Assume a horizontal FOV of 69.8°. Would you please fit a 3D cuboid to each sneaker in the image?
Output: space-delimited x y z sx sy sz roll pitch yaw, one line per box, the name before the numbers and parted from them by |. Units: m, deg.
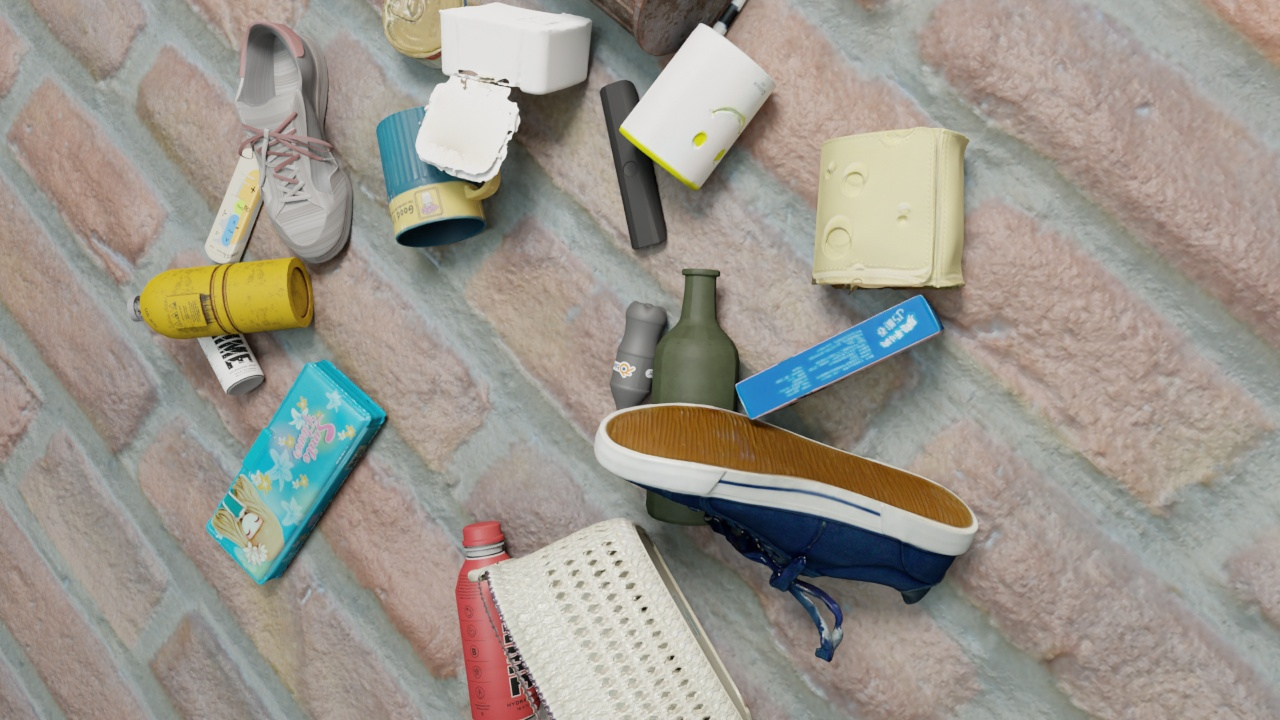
sneaker | -0.342 -0.212 0.878 0.099 0.089 0.236 -11 87 11
sneaker | 0.096 0.125 0.691 0.294 0.120 0.127 19 113 -8

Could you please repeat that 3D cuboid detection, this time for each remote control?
remote control | -0.414 -0.159 0.950 0.038 0.018 0.126 27 99 17
remote control | -0.007 -0.170 0.801 0.033 0.015 0.146 -13 87 20

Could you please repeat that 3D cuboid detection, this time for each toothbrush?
toothbrush | 0.066 -0.282 0.774 0.017 0.012 0.187 42 105 28

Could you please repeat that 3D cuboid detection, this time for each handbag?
handbag | 0.189 -0.109 0.698 0.111 0.081 0.119 3 95 32

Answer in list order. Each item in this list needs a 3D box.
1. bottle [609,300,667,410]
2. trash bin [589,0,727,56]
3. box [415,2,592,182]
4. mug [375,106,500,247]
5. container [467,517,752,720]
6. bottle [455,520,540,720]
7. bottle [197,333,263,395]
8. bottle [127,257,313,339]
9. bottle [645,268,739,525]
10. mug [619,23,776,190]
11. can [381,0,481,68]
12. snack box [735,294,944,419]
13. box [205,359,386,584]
bottle | -0.005 0.005 0.793 0.036 0.036 0.110 15 97 19
trash bin | -0.030 -0.361 0.740 0.211 0.130 0.131 45 105 16
box | -0.121 -0.240 0.769 0.111 0.188 0.101 17 141 20
mug | -0.177 -0.169 0.827 0.114 0.083 0.107 -16 82 28
container | -0.017 0.245 0.732 0.143 0.185 0.251 -30 77 -2
bottle | -0.133 0.235 0.833 0.062 0.062 0.176 -9 88 20
bottle | -0.433 -0.022 0.948 0.041 0.041 0.116 -34 80 17
bottle | -0.414 -0.058 0.896 0.164 0.071 0.071 -6 89 0
bottle | 0.045 0.029 0.758 0.071 0.071 0.207 4 93 20
mug | 0.046 -0.204 0.746 0.082 0.082 0.106 42 103 14
can | -0.192 -0.318 0.850 0.086 0.043 0.086 0 91 20
snack box | 0.155 -0.002 0.708 0.154 0.087 0.033 -27 83 18
box | -0.349 0.113 0.924 0.094 0.039 0.227 40 105 13
